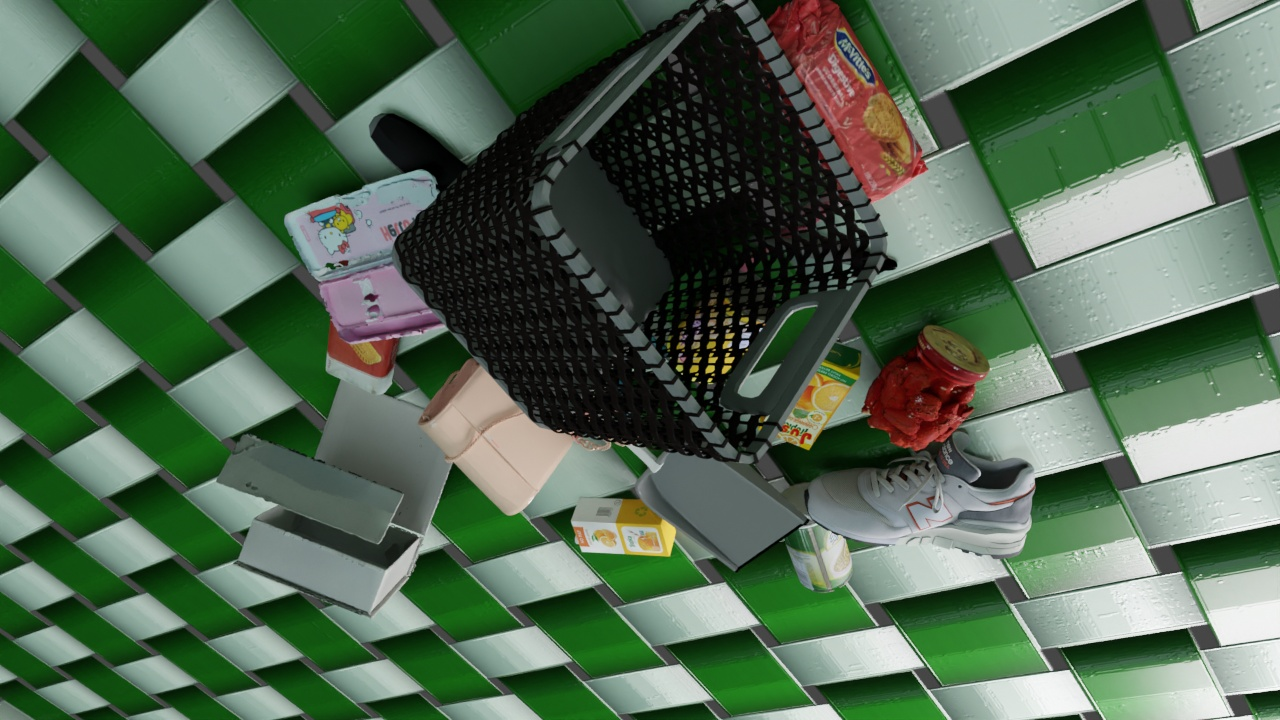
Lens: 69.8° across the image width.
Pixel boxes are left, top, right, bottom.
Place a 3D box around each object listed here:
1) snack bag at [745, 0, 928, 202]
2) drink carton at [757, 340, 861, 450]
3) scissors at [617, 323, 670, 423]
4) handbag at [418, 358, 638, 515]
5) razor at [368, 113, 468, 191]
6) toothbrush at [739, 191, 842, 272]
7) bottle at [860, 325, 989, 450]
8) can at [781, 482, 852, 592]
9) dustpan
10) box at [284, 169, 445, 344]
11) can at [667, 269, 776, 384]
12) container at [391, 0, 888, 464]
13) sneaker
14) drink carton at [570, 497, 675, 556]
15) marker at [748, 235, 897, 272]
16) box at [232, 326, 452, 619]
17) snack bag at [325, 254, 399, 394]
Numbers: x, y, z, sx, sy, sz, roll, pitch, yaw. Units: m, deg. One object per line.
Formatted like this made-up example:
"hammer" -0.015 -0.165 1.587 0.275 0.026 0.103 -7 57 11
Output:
"snack bag" 0.152 -0.199 0.719 0.082 0.082 0.176 -25 118 32
"drink carton" 0.170 0.034 0.936 0.058 0.041 0.123 22 133 -2
"scissors" -0.006 0.006 0.937 0.148 0.019 0.118 32 93 -37
"handbag" -0.131 0.068 0.978 0.188 0.116 0.199 -10 127 45
"razor" -0.189 -0.174 0.865 0.156 0.057 0.060 45 159 -22
"toothbrush" 0.140 -0.121 0.832 0.021 0.016 0.135 41 126 -19
"bottle" 0.268 0.027 0.871 0.099 0.098 0.111 25 120 -4
"can" 0.200 0.202 1.051 0.067 0.067 0.121 -7 127 22
"dustpan" 0.046 0.131 1.036 0.257 0.033 0.164 43 142 5
"box" -0.246 -0.097 0.898 0.202 0.041 0.154 -9 109 29
"can" 0.079 -0.031 0.891 0.067 0.067 0.105 31 131 -10
"container" -0.008 -0.088 0.714 0.244 0.246 0.245 -3 132 51
"sneaker" 0.300 0.128 0.955 0.240 0.088 0.124 9 127 -2
"drink carton" -0.024 0.206 1.140 0.123 0.040 0.059 -1 129 18
"marker" 0.165 -0.096 0.832 0.138 0.016 0.022 9 150 -4
"box" -0.313 0.111 1.158 0.167 0.444 0.165 22 143 -2
"snack bag" -0.296 -0.057 1.003 0.077 0.041 0.226 24 133 0
